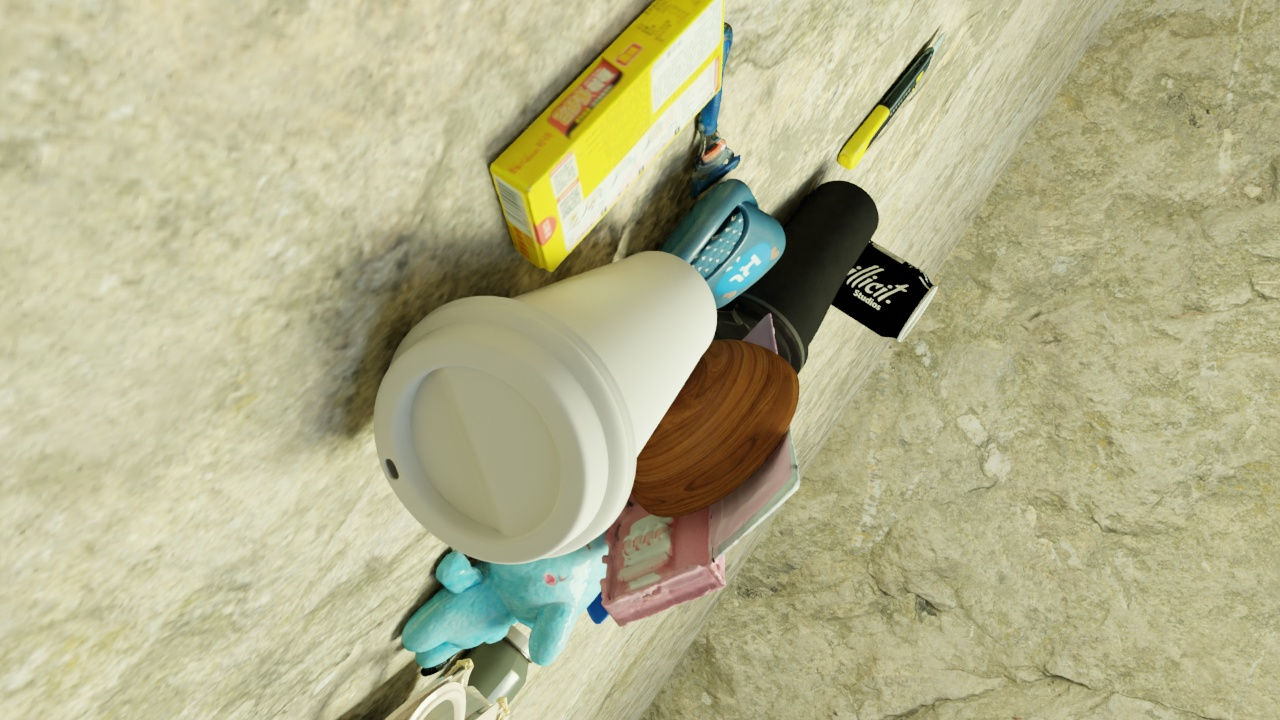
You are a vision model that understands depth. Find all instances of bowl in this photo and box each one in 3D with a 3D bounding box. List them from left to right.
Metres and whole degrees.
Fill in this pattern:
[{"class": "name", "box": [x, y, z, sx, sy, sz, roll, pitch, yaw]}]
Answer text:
[{"class": "bowl", "box": [0.033, 0.032, 0.649, 0.147, 0.069, 0.147, -37, -158, 18]}]

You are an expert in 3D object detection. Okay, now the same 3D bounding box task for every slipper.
[{"class": "slipper", "box": [0.061, -0.074, 0.680, 0.104, 0.059, 0.213, -46, 169, 13]}]

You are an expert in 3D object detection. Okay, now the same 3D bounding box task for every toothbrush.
[{"class": "toothbrush", "box": [-0.133, 0.231, 0.831, 0.187, 0.014, 0.017, -28, 141, -57]}]

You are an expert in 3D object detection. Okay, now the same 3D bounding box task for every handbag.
[{"class": "handbag", "box": [-0.181, 0.309, 0.694, 0.194, 0.101, 0.198, -22, 143, -56]}]

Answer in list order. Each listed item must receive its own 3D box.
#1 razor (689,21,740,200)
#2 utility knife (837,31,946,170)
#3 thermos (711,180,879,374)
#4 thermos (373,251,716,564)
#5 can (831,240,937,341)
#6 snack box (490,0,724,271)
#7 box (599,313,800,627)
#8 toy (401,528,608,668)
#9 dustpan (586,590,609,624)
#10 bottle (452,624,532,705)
[{"class": "razor", "box": [0.045, -0.154, 0.564, 0.043, 0.018, 0.141, -38, 158, -15]}, {"class": "utility knife", "box": [0.259, -0.266, 0.933, 0.186, 0.020, 0.029, -52, 165, -12]}, {"class": "thermos", "box": [0.145, -0.078, 0.854, 0.218, 0.106, 0.106, -50, 163, -31]}, {"class": "thermos", "box": [-0.032, 0.005, 0.504, 0.221, 0.131, 0.132, -41, 160, -59]}, {"class": "can", "box": [0.234, -0.088, 0.981, 0.080, 0.146, 0.080, -48, 162, -22]}, {"class": "snack box", "box": [-0.012, -0.120, 0.464, 0.152, 0.025, 0.075, -50, 163, -17]}, {"class": "box", "box": [0.050, 0.077, 0.696, 0.181, 0.051, 0.232, -36, -157, 23]}, {"class": "toy", "box": [-0.091, 0.176, 0.698, 0.180, 0.115, 0.184, -36, 145, -19]}, {"class": "dustpan", "box": [0.062, 0.154, 0.968, 0.246, 0.059, 0.257, -57, 153, 7]}, {"class": "bottle", "box": [-0.144, 0.298, 0.847, 0.108, 0.060, 0.060, -48, 162, -22]}]
